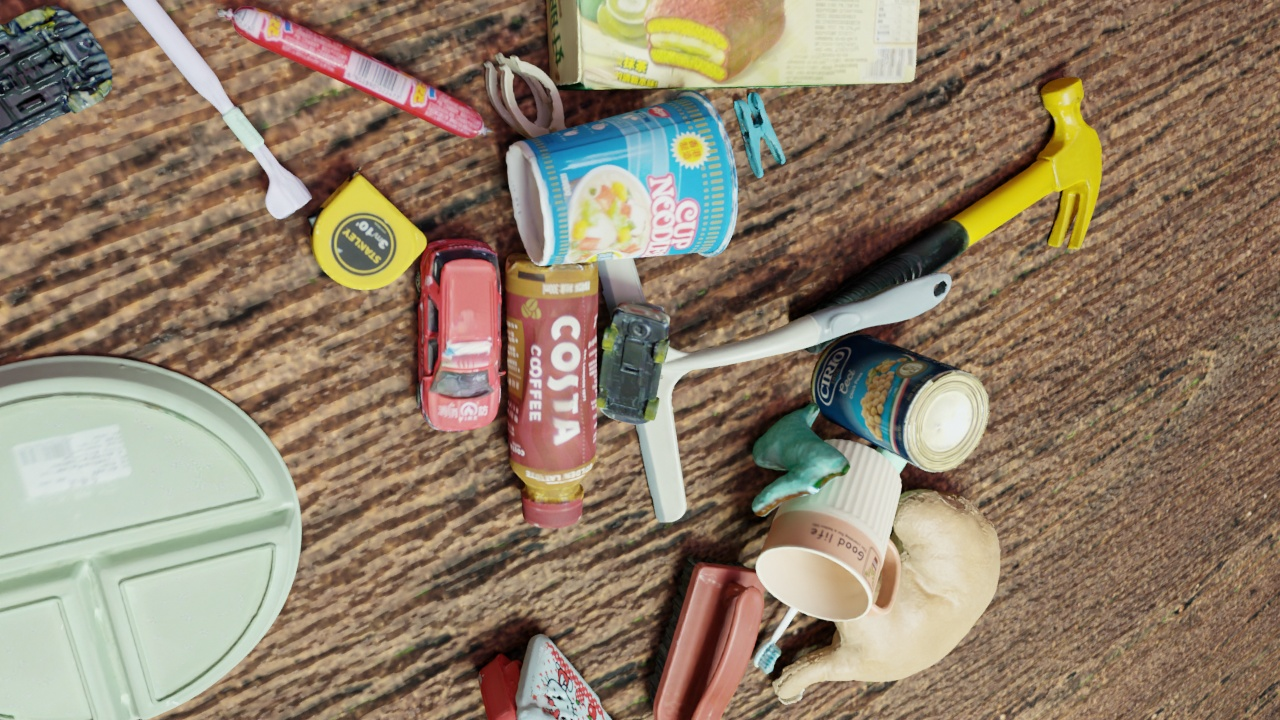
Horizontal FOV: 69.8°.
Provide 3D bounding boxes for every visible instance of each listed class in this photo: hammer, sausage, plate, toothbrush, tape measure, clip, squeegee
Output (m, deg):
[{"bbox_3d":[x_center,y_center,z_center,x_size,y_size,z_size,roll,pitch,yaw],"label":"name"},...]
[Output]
[{"bbox_3d":[0.242,-0.095,0.705,0.300,0.033,0.129,-32,115,-14],"label":"hammer"},{"bbox_3d":[-0.153,-0.159,0.509,0.155,0.020,0.020,20,96,-28],"label":"sausage"},{"bbox_3d":[-0.310,0.110,0.511,0.229,0.027,0.230,-7,108,-24],"label":"plate"},{"bbox_3d":[0.154,0.152,0.739,0.026,0.027,0.224,34,89,-40],"label":"toothbrush"},{"bbox_3d":[-0.160,-0.070,0.526,0.057,0.029,0.060,-48,118,-6],"label":"tape measure"},{"bbox_3d":[0.079,-0.153,0.623,0.041,0.014,0.056,-33,115,-14],"label":"clip"},{"bbox_3d":[-0.055,-0.142,0.553,0.064,0.034,0.098,-43,123,-9],"label":"clip"},{"bbox_3d":[0.107,-0.020,0.628,0.246,0.039,0.247,-15,111,-7],"label":"squeegee"},{"bbox_3d":[-0.237,-0.157,0.471,0.189,0.021,0.029,58,40,-25],"label":"toothbrush"}]

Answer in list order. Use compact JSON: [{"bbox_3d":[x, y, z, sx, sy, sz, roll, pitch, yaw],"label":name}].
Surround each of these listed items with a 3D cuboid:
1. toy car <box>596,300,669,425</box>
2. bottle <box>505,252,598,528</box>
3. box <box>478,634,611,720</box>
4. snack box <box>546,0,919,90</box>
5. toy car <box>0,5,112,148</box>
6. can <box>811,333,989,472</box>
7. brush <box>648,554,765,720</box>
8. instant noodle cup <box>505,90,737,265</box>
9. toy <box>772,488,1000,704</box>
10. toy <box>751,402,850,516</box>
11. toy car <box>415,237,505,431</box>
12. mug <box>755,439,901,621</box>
[{"bbox_3d":[-0.004,0.004,0.601,0.042,0.035,0.091,15,127,8],"label":"toy car"},{"bbox_3d":[-0.056,0.020,0.584,0.057,0.057,0.175,-6,107,-24],"label":"bottle"},{"bbox_3d":[-0.033,0.285,0.654,0.068,0.090,0.201,-33,116,-4],"label":"box"},{"bbox_3d":[0.061,-0.226,0.565,0.239,0.063,0.114,-9,108,-22],"label":"snack box"},{"bbox_3d":[-0.309,-0.129,0.438,0.105,0.031,0.049,-33,115,-15],"label":"toy car"},{"bbox_3d":[0.188,0.029,0.671,0.075,0.111,0.075,-7,108,-23],"label":"can"},{"bbox_3d":[0.049,0.223,0.687,0.063,0.069,0.146,13,99,-27],"label":"brush"},{"bbox_3d":[-0.015,-0.098,0.529,0.109,0.099,0.099,-14,110,-19],"label":"instant noodle cup"},{"bbox_3d":[0.208,0.210,0.757,0.143,0.082,0.226,35,92,-25],"label":"toy"},{"bbox_3d":[0.110,0.071,0.659,0.096,0.092,0.030,-36,116,-8],"label":"toy"},{"bbox_3d":[-0.110,-0.013,0.559,0.052,0.045,0.121,-4,109,-23],"label":"toy car"},{"bbox_3d":[0.151,0.132,0.674,0.114,0.082,0.105,44,49,-16],"label":"mug"}]
